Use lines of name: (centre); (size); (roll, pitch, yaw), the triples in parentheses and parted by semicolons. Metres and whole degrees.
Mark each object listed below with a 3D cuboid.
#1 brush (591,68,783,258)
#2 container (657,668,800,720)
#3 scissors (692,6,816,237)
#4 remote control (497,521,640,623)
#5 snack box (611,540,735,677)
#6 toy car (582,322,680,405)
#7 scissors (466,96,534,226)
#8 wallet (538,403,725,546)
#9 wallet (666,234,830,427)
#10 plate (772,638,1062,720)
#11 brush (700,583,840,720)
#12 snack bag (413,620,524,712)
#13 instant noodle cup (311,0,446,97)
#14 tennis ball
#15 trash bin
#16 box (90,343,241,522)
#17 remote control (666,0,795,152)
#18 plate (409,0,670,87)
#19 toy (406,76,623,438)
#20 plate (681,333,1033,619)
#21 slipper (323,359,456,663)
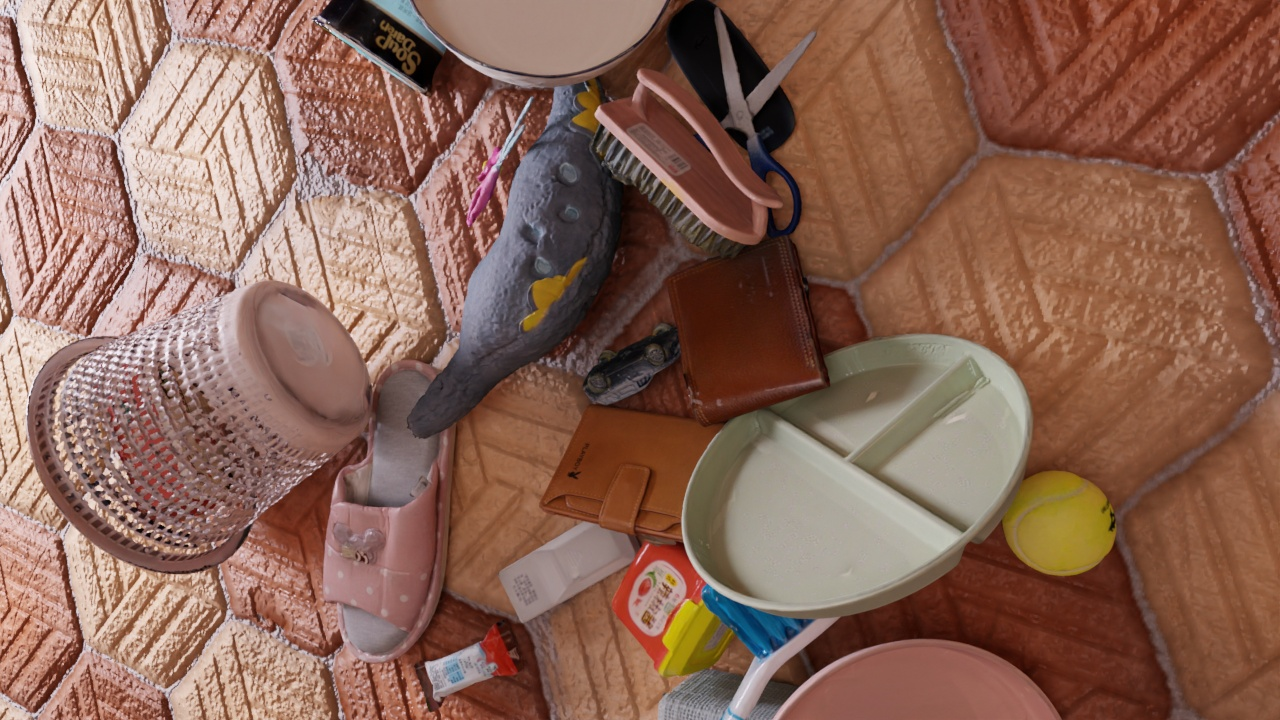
brush: (0.035, -0.137, 0.651); (0.145, 0.063, 0.073); (46, 132, 12)
container: (0.074, 0.280, 0.656); (0.112, 0.090, 0.090); (4, 93, 27)
scissors: (0.071, -0.164, 0.669); (0.176, 0.012, 0.162); (-33, 89, 35)
remote control: (-0.059, 0.166, 0.748); (0.125, 0.024, 0.049); (-34, 77, 22)
snack box: (0.032, 0.175, 0.681); (0.080, 0.082, 0.091); (36, 104, 33)
toy car: (-0.004, 0.004, 0.711); (0.091, 0.042, 0.034); (-28, 107, 25)
scissors: (-0.112, -0.151, 0.717); (0.017, 0.138, 0.093); (23, 75, -18)
wallet: (0.002, 0.083, 0.687); (0.132, 0.031, 0.107); (8, 51, 25)
wallet: (0.076, -0.022, 0.662); (0.101, 0.032, 0.124); (-20, 64, 23)
plate: (0.170, 0.287, 0.588); (0.229, 0.028, 0.229); (-1, 94, -8)
brush: (0.074, 0.191, 0.602); (0.314, 0.061, 0.109); (-40, 92, -13)
snack bag: (-0.150, 0.264, 0.789); (0.104, 0.026, 0.048); (-33, 72, 22)
instant noodle cup: (-0.192, -0.300, 0.762); (0.111, 0.111, 0.120); (36, 96, 20)
tennis ball: (0.263, 0.102, 0.577); (0.066, 0.065, 0.065); (0, 91, 24)
trash bin: (-0.348, 0.039, 0.776); (0.192, 0.227, 0.227); (-28, 80, 15)
box: (-0.464, 0.071, 0.886); (0.077, 0.091, 0.168); (-25, 80, 0)
remote control: (0.064, -0.214, 0.684); (0.053, 0.024, 0.136); (-39, 76, 22)
plate: (-0.074, -0.294, 0.691); (0.205, 0.046, 0.204); (1, 74, -3)
toy: (-0.084, -0.083, 0.717); (0.138, 0.091, 0.356); (30, 98, 39)
plate: (0.130, 0.067, 0.575); (0.231, 0.229, 0.027); (-24, 118, 23)
slipper: (-0.222, 0.135, 0.803); (0.114, 0.054, 0.274); (13, 94, 24)
